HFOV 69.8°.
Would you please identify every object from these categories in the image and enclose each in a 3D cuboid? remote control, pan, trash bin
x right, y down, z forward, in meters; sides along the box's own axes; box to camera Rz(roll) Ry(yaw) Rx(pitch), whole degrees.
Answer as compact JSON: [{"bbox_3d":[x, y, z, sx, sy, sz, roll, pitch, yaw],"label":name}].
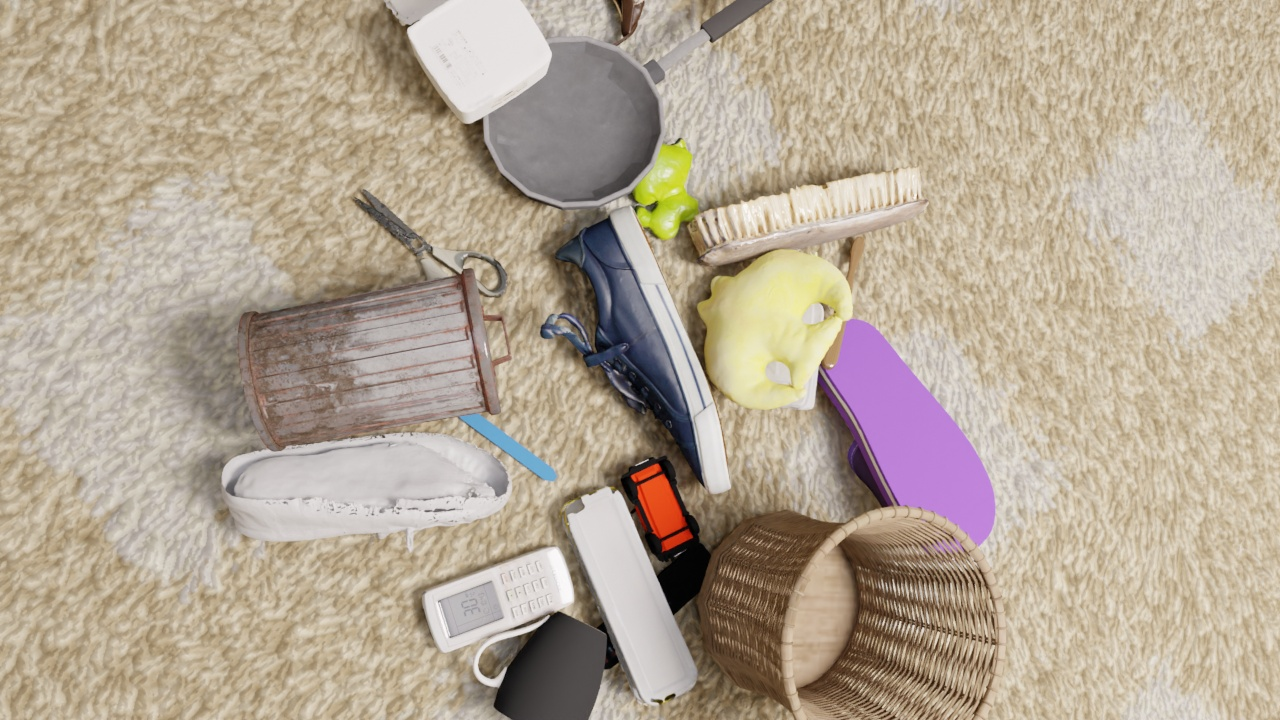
[{"bbox_3d":[0.012,0.241,0.905,0.151,0.020,0.041,-38,95,-15],"label":"remote control"},{"bbox_3d":[-0.133,0.222,0.862,0.138,0.025,0.060,-17,89,-17],"label":"remote control"},{"bbox_3d":[0.005,-0.283,0.923,0.357,0.041,0.178,-37,84,-9],"label":"pan"},{"bbox_3d":[-0.220,-0.001,0.796,0.211,0.131,0.131,-11,87,-8],"label":"trash bin"}]

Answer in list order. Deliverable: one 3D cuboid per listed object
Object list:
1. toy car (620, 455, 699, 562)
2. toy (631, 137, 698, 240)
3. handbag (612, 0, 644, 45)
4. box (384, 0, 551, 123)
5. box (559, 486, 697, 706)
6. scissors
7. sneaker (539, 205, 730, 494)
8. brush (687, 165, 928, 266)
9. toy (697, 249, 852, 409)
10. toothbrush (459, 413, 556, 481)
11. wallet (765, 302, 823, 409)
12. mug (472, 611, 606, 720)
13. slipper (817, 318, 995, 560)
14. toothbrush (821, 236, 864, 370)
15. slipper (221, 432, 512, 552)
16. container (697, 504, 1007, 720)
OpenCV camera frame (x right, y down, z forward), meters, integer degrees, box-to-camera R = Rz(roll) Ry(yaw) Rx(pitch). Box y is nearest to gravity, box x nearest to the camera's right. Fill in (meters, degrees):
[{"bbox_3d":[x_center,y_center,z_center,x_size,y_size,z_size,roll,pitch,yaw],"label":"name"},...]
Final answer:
[{"bbox_3d":[0.018,0.146,0.901,0.051,0.049,0.100,-23,90,-16],"label":"toy car"},{"bbox_3d":[0.024,-0.179,0.946,0.094,0.036,0.093,-42,101,-9],"label":"toy"},{"bbox_3d":[-0.075,-0.381,0.929,0.166,0.063,0.138,2,94,-19],"label":"handbag"},{"bbox_3d":[-0.172,-0.319,0.860,0.110,0.083,0.190,-34,79,-8],"label":"box"},{"bbox_3d":[-0.012,0.224,0.877,0.064,0.033,0.209,-22,83,-13],"label":"box"},{"bbox_3d":[-0.198,-0.109,0.887,0.131,0.013,0.169,-20,88,-19],"label":"scissors"},{"bbox_3d":[-0.005,0.005,0.895,0.127,0.120,0.294,-25,89,6],"label":"sneaker"},{"bbox_3d":[0.180,-0.151,0.961,0.271,0.083,0.056,-15,88,-16],"label":"brush"},{"bbox_3d":[0.125,-0.038,0.910,0.170,0.155,0.064,-60,145,0],"label":"toy"},{"bbox_3d":[-0.147,0.065,0.881,0.166,0.014,0.016,38,76,-10],"label":"toothbrush"},{"bbox_3d":[0.143,-0.008,0.948,0.086,0.032,0.116,2,83,18],"label":"wallet"},{"bbox_3d":[-0.091,0.280,0.842,0.119,0.085,0.100,27,73,-2],"label":"mug"},{"bbox_3d":[0.263,0.088,0.967,0.107,0.084,0.266,-23,70,-19],"label":"slipper"},{"bbox_3d":[0.216,-0.062,0.976,0.016,0.016,0.166,18,65,2],"label":"toothbrush"},{"bbox_3d":[-0.238,0.121,0.820,0.246,0.075,0.112,-2,54,-18],"label":"slipper"},{"bbox_3d":[0.181,0.242,0.850,0.226,0.196,0.227,2,86,-22],"label":"container"}]
